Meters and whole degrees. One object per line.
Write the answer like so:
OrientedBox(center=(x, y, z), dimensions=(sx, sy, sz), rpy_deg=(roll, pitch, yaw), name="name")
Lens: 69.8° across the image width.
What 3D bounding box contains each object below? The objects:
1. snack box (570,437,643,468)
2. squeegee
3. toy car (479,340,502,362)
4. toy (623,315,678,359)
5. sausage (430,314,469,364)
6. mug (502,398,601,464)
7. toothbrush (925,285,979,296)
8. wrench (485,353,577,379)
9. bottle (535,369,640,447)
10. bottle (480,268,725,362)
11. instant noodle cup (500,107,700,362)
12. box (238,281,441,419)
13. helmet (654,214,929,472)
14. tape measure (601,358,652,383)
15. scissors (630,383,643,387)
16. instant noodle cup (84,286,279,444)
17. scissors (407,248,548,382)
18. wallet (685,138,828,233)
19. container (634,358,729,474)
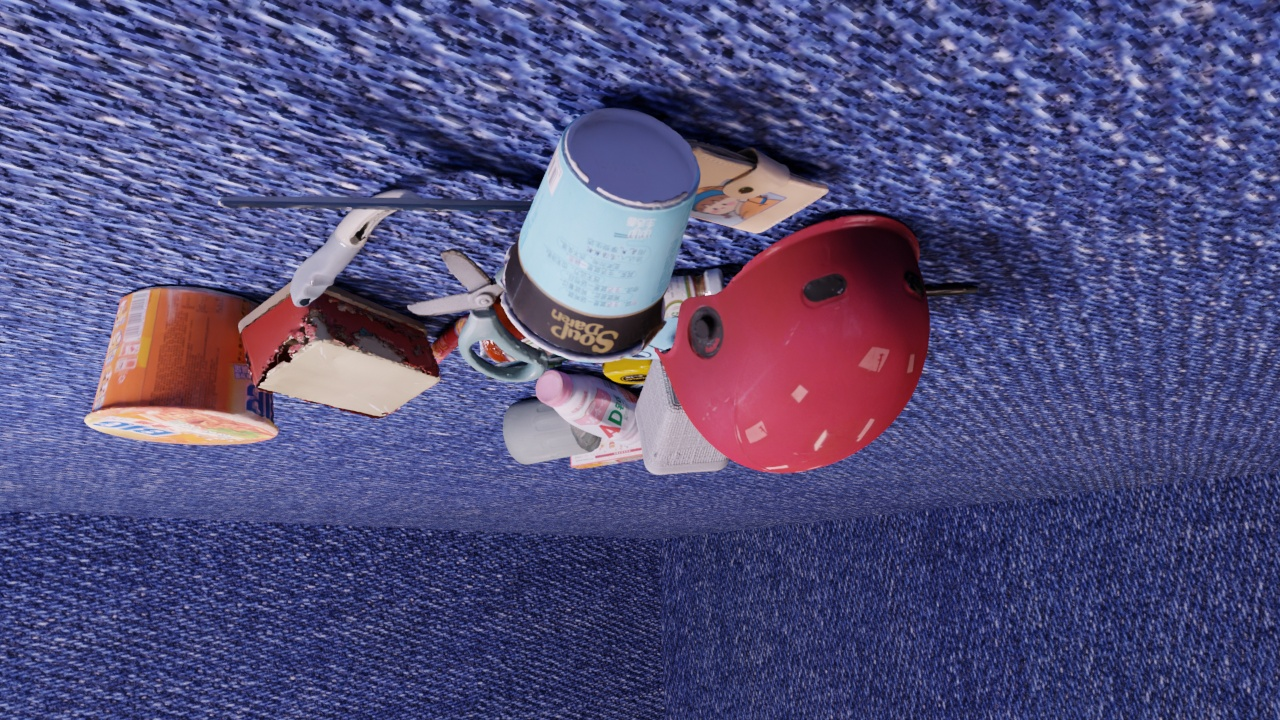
OrientedBox(center=(-0.033, 0.099, 1.246), dimensions=(0.156, 0.077, 0.027), rpy_deg=(-14, 161, 38), name="snack box")
OrientedBox(center=(-0.196, -0.083, 0.635), dimensions=(0.245, 0.039, 0.247), rpy_deg=(-7, 174, -40), name="squeegee")
OrientedBox(center=(-0.110, -0.022, 0.876), dimensions=(0.090, 0.034, 0.043), rpy_deg=(-12, 170, -16), name="toy car")
OrientedBox(center=(0.036, -0.029, 0.838), dimensions=(0.162, 0.049, 0.156), rpy_deg=(-17, 163, 39), name="toy")
OrientedBox(center=(-0.190, -0.019, 0.908), dimensions=(0.020, 0.020, 0.156), rpy_deg=(6, 163, -27), name="sausage")
OrientedBox(center=(-0.102, 0.081, 1.194), dimensions=(0.104, 0.083, 0.123), rpy_deg=(-12, -171, 30), name="mug")
OrientedBox(center=(0.211, -0.057, 0.820), dimensions=(0.181, 0.018, 0.016), rpy_deg=(-4, 161, 3), name="toothbrush")
OrientedBox(center=(-0.023, -0.008, 0.922), dimensions=(0.273, 0.016, 0.056), rpy_deg=(-9, 174, 2), name="wrench")
OrientedBox(center=(-0.053, 0.056, 1.111), dimensions=(0.068, 0.068, 0.196), rpy_deg=(-10, 160, 29), name="bottle")
OrientedBox(center=(-0.031, -0.043, 0.766), dimensions=(0.206, 0.059, 0.060), rpy_deg=(-9, 164, 5), name="bottle")
OrientedBox(center=(-0.019, -0.077, 0.536), dimensions=(0.111, 0.111, 0.121), rpy_deg=(3, 144, -18), name="instant noodle cup")
OrientedBox(center=(-0.255, 0.000, 0.808), dimensions=(0.091, 0.079, 0.168), rpy_deg=(-32, 156, 15), name="box")
OrientedBox(center=(0.137, 0.006, 0.732), dimensions=(0.206, 0.143, 0.241), rpy_deg=(-5, 156, -24), name="helmet")
OrientedBox(center=(-0.006, 0.006, 0.998), dimensions=(0.060, 0.029, 0.057), rpy_deg=(-7, 163, 18), name="tape measure")
OrientedBox(center=(0.020, 0.020, 1.085), dimensions=(0.063, 0.017, 0.135), rpy_deg=(-9, 172, -20), name="scissors")
OrientedBox(center=(-0.391, 0.006, 0.801), dimensions=(0.151, 0.111, 0.151), rpy_deg=(-2, 165, -1), name="instant noodle cup")
OrientedBox(center=(-0.077, -0.042, 0.691), dimensions=(0.170, 0.019, 0.174), rpy_deg=(-18, 145, 5), name="scissors")
OrientedBox(center=(0.055, -0.112, 0.590), dimensions=(0.115, 0.024, 0.087), rpy_deg=(10, 166, -33), name="wallet")
OrientedBox(center=(0.050, 0.047, 0.921), dimensions=(0.090, 0.090, 0.114), rpy_deg=(-4, 145, -12), name="container")
